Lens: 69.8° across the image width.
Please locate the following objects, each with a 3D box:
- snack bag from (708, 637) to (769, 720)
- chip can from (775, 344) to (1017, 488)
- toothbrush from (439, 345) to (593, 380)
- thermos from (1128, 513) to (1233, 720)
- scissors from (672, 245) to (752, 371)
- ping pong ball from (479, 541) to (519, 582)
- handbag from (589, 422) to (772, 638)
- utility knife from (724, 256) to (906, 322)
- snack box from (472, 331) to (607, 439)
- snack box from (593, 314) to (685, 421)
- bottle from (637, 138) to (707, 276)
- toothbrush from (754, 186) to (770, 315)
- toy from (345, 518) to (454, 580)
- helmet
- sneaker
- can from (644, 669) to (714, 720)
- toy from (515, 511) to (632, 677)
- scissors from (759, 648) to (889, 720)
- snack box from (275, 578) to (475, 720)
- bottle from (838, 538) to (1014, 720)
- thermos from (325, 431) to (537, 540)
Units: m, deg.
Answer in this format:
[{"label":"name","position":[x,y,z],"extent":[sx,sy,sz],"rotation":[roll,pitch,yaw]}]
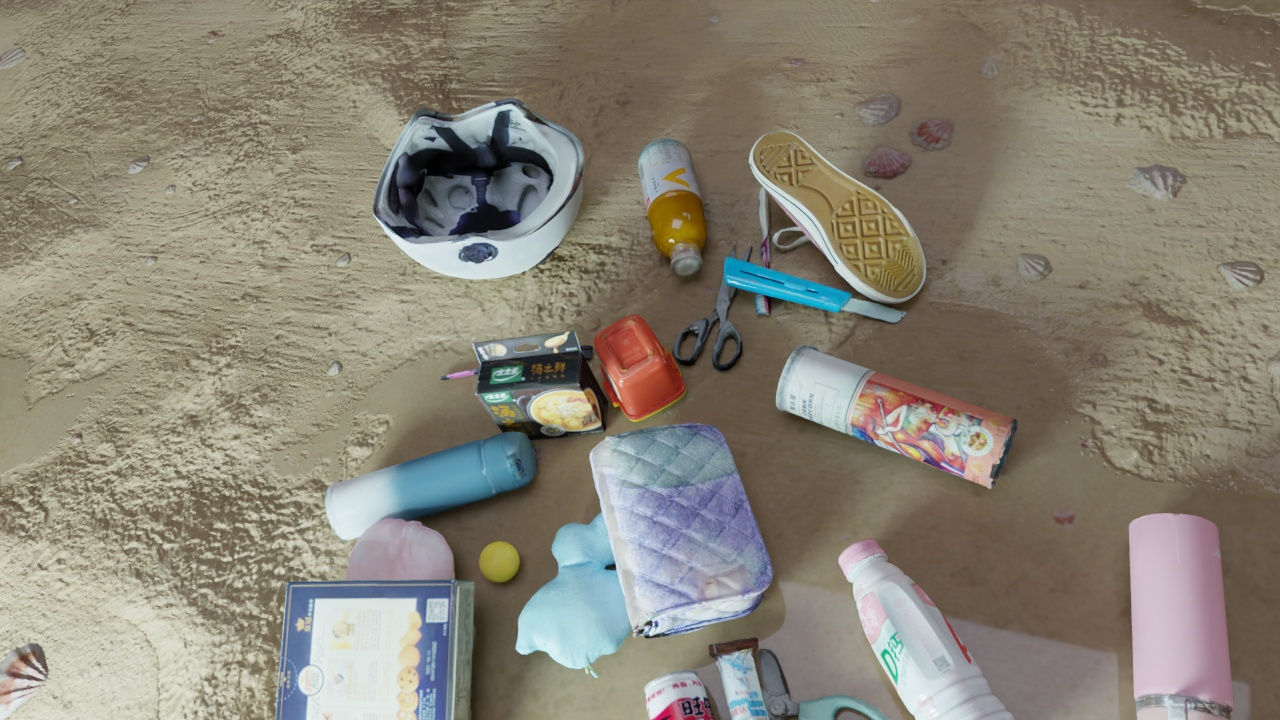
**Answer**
[{"label":"snack bag","position":[0.088,0.287,0.782],"extent":[0.048,0.026,0.104],"rotation":[-13,50,6]},{"label":"chip can","position":[0.242,0.051,0.878],"extent":[0.215,0.071,0.071],"rotation":[21,66,27]},{"label":"toothbrush","position":[-0.145,0.007,1.062],"extent":[0.189,0.014,0.017],"rotation":[-11,68,11]},{"label":"thermos","position":[0.414,0.217,0.708],"extent":[0.067,0.087,0.198],"rotation":[-6,53,35]},{"label":"scissors","position":[0.085,-0.062,1.036],"extent":[0.150,0.014,0.170],"rotation":[-23,54,0]},{"label":"ping pong ball","position":[-0.141,0.201,0.916],"extent":[0.040,0.040,0.040],"rotation":[-8,56,12]},{"label":"handbag","position":[0.035,0.157,0.863],"extent":[0.134,0.076,0.193],"rotation":[-7,52,-13]},{"label":"utility knife","position":[0.186,-0.073,0.999],"extent":[0.205,0.018,0.034],"rotation":[17,61,15]},{"label":"snack box","position":[-0.105,0.031,0.964],"extent":[0.113,0.126,0.053],"rotation":[-7,56,13]},{"label":"snack box","position":[-0.006,0.006,0.978],"extent":[0.082,0.080,0.091],"rotation":[-30,55,-3]},{"label":"bottle","position":[0.040,-0.183,1.094],"extent":[0.068,0.068,0.189],"rotation":[-15,55,8]},{"label":"toothbrush","position":[0.141,-0.129,1.062],"extent":[0.017,0.016,0.187],"rotation":[-11,55,22]},{"label":"toy","position":[-0.248,0.239,0.918],"extent":[0.121,0.054,0.159],"rotation":[5,71,20]},{"label":"helmet","position":[-0.185,-0.188,1.121],"extent":[0.259,0.146,0.228],"rotation":[0,59,8]},{"label":"sneaker","position":[0.215,-0.154,1.013],"extent":[0.118,0.088,0.241],"rotation":[-44,77,1]},{"label":"can","position":[0.044,0.331,0.766],"extent":[0.053,0.053,0.132],"rotation":[-21,54,3]},{"label":"toy","position":[-0.048,0.219,0.871],"extent":[0.161,0.050,0.156],"rotation":[-18,50,-10]},{"label":"scissors","position":[0.149,0.315,0.767],"extent":[0.176,0.019,0.174],"rotation":[-15,52,9]},{"label":"snack box","position":[-0.247,0.297,0.853],"extent":[0.183,0.046,0.177],"rotation":[-4,75,15]},{"label":"bottle","position":[0.231,0.238,0.764],"extent":[0.068,0.068,0.196],"rotation":[-26,51,-1]},{"label":"thermos","position":[-0.219,0.131,0.974],"extent":[0.220,0.070,0.070],"rotation":[-17,55,5]}]
